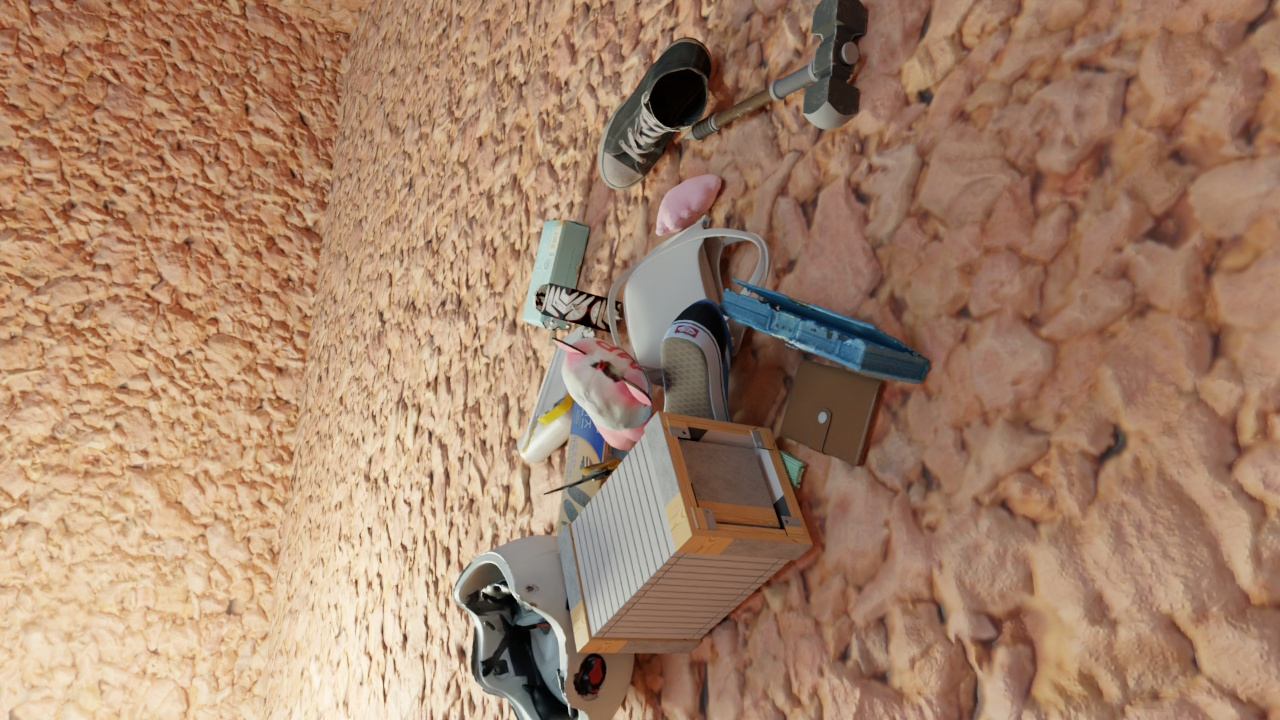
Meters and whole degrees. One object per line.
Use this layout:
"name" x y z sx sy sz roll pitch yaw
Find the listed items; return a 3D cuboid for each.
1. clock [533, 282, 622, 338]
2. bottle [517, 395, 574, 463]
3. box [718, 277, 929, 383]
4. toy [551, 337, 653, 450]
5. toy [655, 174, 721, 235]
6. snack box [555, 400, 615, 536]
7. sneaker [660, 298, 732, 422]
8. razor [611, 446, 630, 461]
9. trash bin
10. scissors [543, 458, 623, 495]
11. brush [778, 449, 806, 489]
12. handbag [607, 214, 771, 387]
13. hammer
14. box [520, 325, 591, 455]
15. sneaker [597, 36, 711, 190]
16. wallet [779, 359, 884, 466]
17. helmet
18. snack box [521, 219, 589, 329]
"clock" -0.097 -0.071 1.336 0.155 0.114 0.065 19 95 61
"bottle" -0.115 0.088 1.362 0.196 0.052 0.052 -43 45 42
"box" 0.176 -0.034 0.911 0.232 0.093 0.048 30 107 58
"toy" -0.030 0.042 1.089 0.084 0.213 0.142 -43 70 -9
"toy" 0.056 -0.200 1.195 0.103 0.050 0.093 -18 37 53
"snack box" -0.067 0.145 1.242 0.057 0.056 0.206 2 78 20
"sneaker" 0.073 0.035 1.028 0.098 0.083 0.242 -54 -28 -41
"razor" -0.007 0.149 1.180 0.052 0.047 0.142 -39 51 41
"trash bin" 0.036 0.192 0.982 0.248 0.142 0.142 -54 38 38
"scissors" -0.052 0.133 1.072 0.162 0.225 0.016 -15 87 39
"brush" 0.114 0.100 1.037 0.218 0.012 0.033 20 96 60
"handbag" 0.066 -0.089 1.110 0.223 0.095 0.215 -37 53 39
"hammer" 0.144 -0.319 1.124 0.323 0.043 0.156 -8 72 59
"box" -0.126 0.038 1.347 0.130 0.038 0.209 -49 18 31
"sneaker" 0.015 -0.318 1.250 0.235 0.095 0.119 -46 20 28
"wallet" 0.190 0.050 0.930 0.121 0.013 0.087 20 96 58
"helmet" -0.097 0.338 1.126 0.237 0.163 0.264 -26 85 53
"snack box" -0.138 -0.140 1.486 0.075 0.053 0.174 10 86 58
